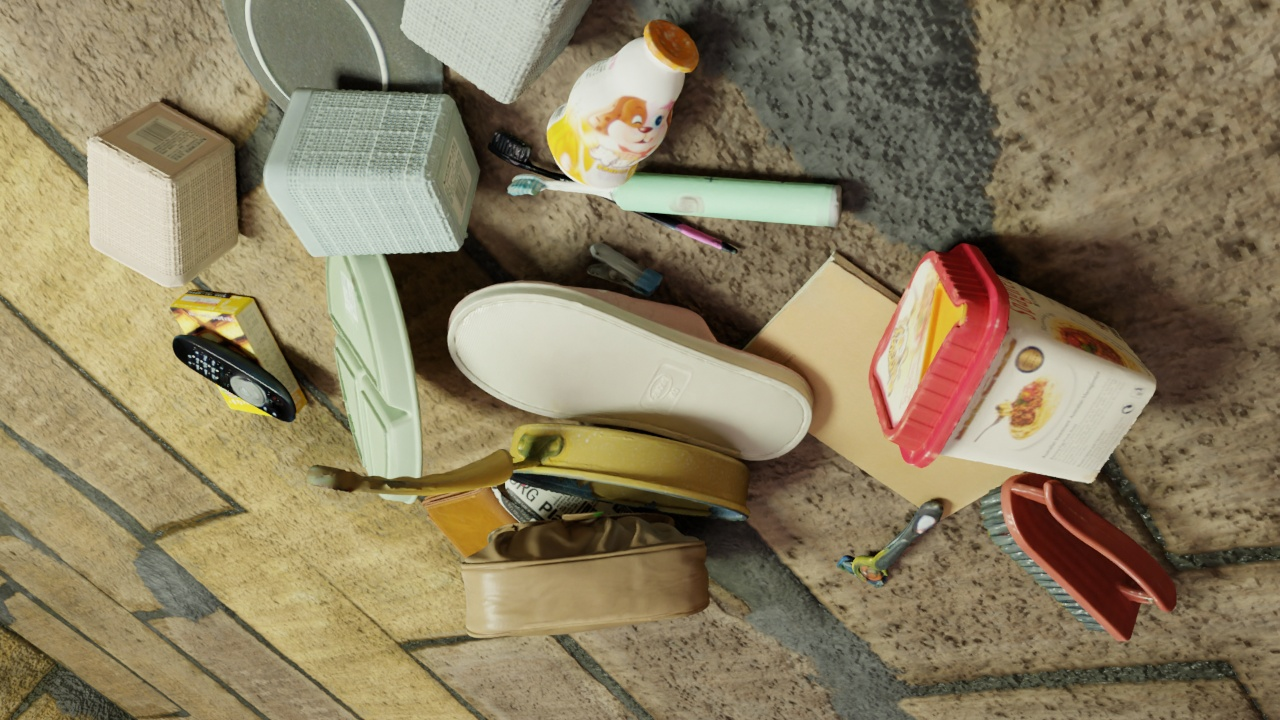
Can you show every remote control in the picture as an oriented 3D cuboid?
[{"bbox_3d":[-0.391,0.014,0.894,0.136,0.024,0.053,31,136,-2],"label":"remote control"}]

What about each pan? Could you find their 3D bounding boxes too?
[{"bbox_3d":[-0.068,0.086,0.669,0.198,0.078,0.357,-4,161,45],"label":"pan"}]

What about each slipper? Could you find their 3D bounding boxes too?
[{"bbox_3d":[-0.004,0.004,0.671,0.274,0.054,0.114,15,124,-8],"label":"slipper"}]

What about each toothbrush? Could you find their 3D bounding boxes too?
[{"bbox_3d":[-0.019,-0.115,0.628,0.189,0.014,0.018,24,125,5],"label":"toothbrush"},{"bbox_3d":[0.018,-0.108,0.595,0.225,0.027,0.026,8,131,18],"label":"toothbrush"}]

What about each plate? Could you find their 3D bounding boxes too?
[{"bbox_3d":[-0.218,-0.217,0.631,0.179,0.024,0.180,15,135,15],"label":"plate"},{"bbox_3d":[-0.215,0.003,0.726,0.230,0.027,0.230,37,132,54],"label":"plate"}]

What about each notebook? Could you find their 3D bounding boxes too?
[{"bbox_3d":[0.179,0.029,0.658,0.211,0.012,0.150,34,138,-5],"label":"notebook"}]

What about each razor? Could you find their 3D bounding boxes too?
[{"bbox_3d":[0.207,0.153,0.747,0.042,0.022,0.143,26,141,2],"label":"razor"}]

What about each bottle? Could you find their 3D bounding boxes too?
[{"bbox_3d":[-0.010,-0.153,0.549,0.063,0.063,0.109,39,137,-10],"label":"bottle"}]

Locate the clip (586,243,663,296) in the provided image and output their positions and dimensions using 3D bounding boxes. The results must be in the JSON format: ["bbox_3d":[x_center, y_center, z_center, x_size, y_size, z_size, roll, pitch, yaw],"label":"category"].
[{"bbox_3d":[-0.013,-0.063,0.666,0.057,0.024,0.028,24,134,11],"label":"clip"}]

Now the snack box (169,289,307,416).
[{"bbox_3d":[-0.403,-0.004,0.926,0.087,0.033,0.141,8,135,22],"label":"snack box"}]

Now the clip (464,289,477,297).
[{"bbox_3d":[-0.103,-0.027,0.721,0.099,0.098,0.035,3,132,11],"label":"clip"}]

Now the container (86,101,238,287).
[{"bbox_3d":[-0.390,-0.138,0.753,0.090,0.090,0.111,29,135,1],"label":"container"}]

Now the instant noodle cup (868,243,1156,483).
[{"bbox_3d":[0.216,0.007,0.543,0.124,0.116,0.117,17,118,-4],"label":"instant noodle cup"}]

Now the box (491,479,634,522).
[{"bbox_3d":[-0.062,0.146,0.882,0.162,0.075,0.086,42,103,-9],"label":"box"}]

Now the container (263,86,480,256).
[{"bbox_3d":[-0.176,-0.127,0.625,0.111,0.090,0.090,2,151,8],"label":"container"}]

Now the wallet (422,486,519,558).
[{"bbox_3d":[-0.166,0.188,0.977,0.119,0.035,0.131,-16,119,38],"label":"wallet"}]

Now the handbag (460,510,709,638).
[{"bbox_3d":[-0.047,0.177,0.780,0.204,0.099,0.148,-4,175,-6],"label":"handbag"}]

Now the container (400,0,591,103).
[{"bbox_3d":[-0.070,-0.217,0.505,0.090,0.090,0.115,35,140,-5],"label":"container"}]

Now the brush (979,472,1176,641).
[{"bbox_3d":[0.307,0.131,0.644,0.146,0.063,0.069,41,151,-13],"label":"brush"}]
